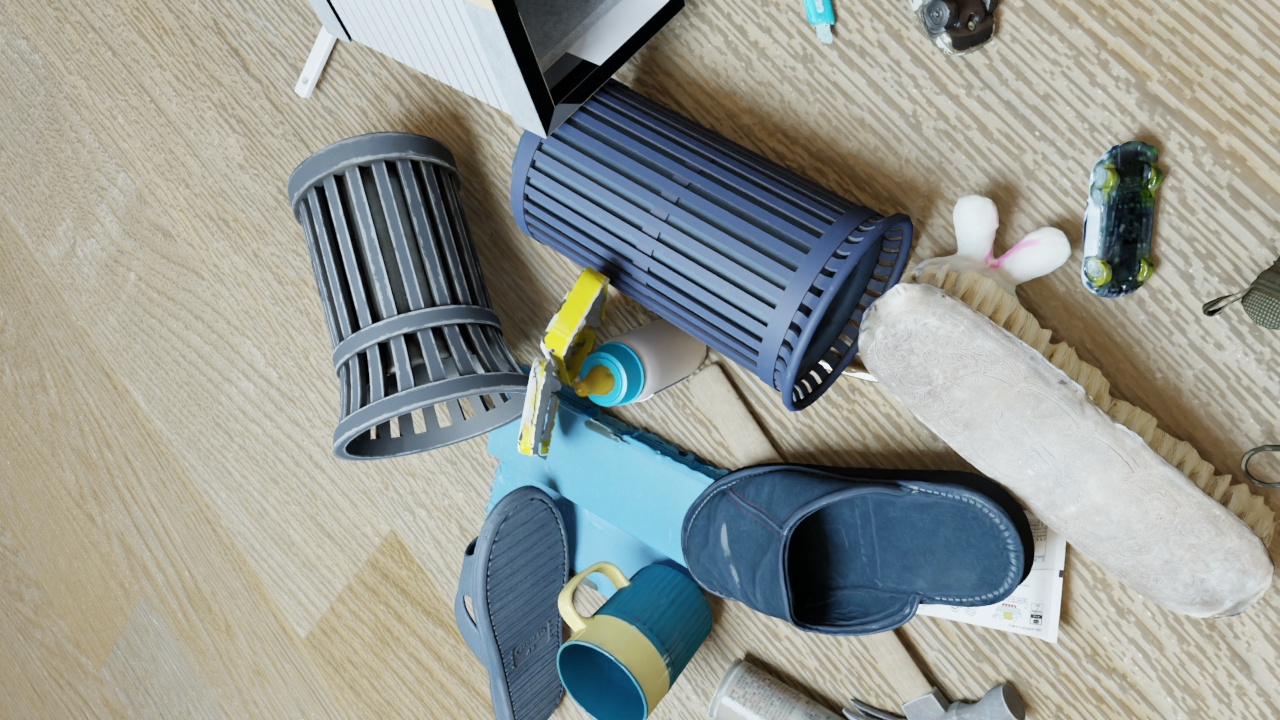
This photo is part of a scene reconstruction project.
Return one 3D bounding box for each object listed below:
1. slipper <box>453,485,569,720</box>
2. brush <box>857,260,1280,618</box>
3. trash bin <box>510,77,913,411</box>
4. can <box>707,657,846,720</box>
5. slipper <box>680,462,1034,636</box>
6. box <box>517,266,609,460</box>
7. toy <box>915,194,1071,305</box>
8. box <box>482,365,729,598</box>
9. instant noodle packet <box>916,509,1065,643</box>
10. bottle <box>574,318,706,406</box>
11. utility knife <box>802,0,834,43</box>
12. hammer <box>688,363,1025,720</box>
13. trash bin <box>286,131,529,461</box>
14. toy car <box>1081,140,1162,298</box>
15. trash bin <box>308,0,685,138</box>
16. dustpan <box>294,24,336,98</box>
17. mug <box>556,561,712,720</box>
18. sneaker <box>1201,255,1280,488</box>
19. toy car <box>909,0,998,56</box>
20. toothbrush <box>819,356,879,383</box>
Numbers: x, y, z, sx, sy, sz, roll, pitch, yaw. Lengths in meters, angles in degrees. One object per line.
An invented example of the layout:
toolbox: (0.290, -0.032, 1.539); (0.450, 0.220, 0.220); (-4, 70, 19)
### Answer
slipper: (-0.124, 0.222, 0.820); (0.083, 0.101, 0.264); (20, 123, 35)
brush: (0.249, 0.046, 0.543); (0.271, 0.056, 0.083); (40, 131, 7)
trash bin: (0.036, -0.089, 0.620); (0.249, 0.139, 0.139); (33, 118, 23)
can: (0.123, 0.290, 0.717); (0.136, 0.054, 0.054); (24, 115, 25)
slipper: (0.113, 0.129, 0.608); (0.266, 0.083, 0.109); (-11, 99, 45)
box: (-0.056, 0.010, 0.659); (0.034, 0.210, 0.129); (20, 83, -1)
toy: (0.208, -0.041, 0.583); (0.076, 0.037, 0.126); (33, 124, 16)
box: (-0.040, 0.124, 0.792); (0.232, 0.033, 0.175); (24, 118, 25)
instant noodle packet: (0.212, 0.136, 0.621); (0.134, 0.026, 0.087); (5, 94, 22)
bottle: (-0.004, 0.004, 0.663); (0.051, 0.145, 0.051); (9, 108, 30)
utility knife: (0.109, -0.264, 0.599); (0.022, 0.015, 0.116); (-17, 96, 5)
hammer: (0.136, 0.145, 0.685); (0.120, 0.030, 0.331); (-39, 82, 34)
trash bin: (-0.191, -0.054, 0.743); (0.165, 0.164, 0.227); (-27, 74, 34)
toy car: (0.275, -0.081, 0.531); (0.027, 0.038, 0.090); (-145, 52, -68)
trash bin: (-0.121, -0.286, 0.608); (0.247, 0.142, 0.142); (32, 160, 30)
dustpan: (-0.255, -0.347, 0.801); (0.163, 0.033, 0.258); (41, 112, 17)
mug: (-0.011, 0.210, 0.723); (0.113, 0.107, 0.083); (51, 135, 1)
sneaker: (0.380, 0.036, 0.448); (0.143, 0.101, 0.238); (-40, 76, 23)
toy car: (0.173, -0.234, 0.549); (0.113, 0.048, 0.041); (67, 156, 0)
toothbrush: (0.158, 0.010, 0.642); (0.167, 0.016, 0.016); (18, 111, 27)
